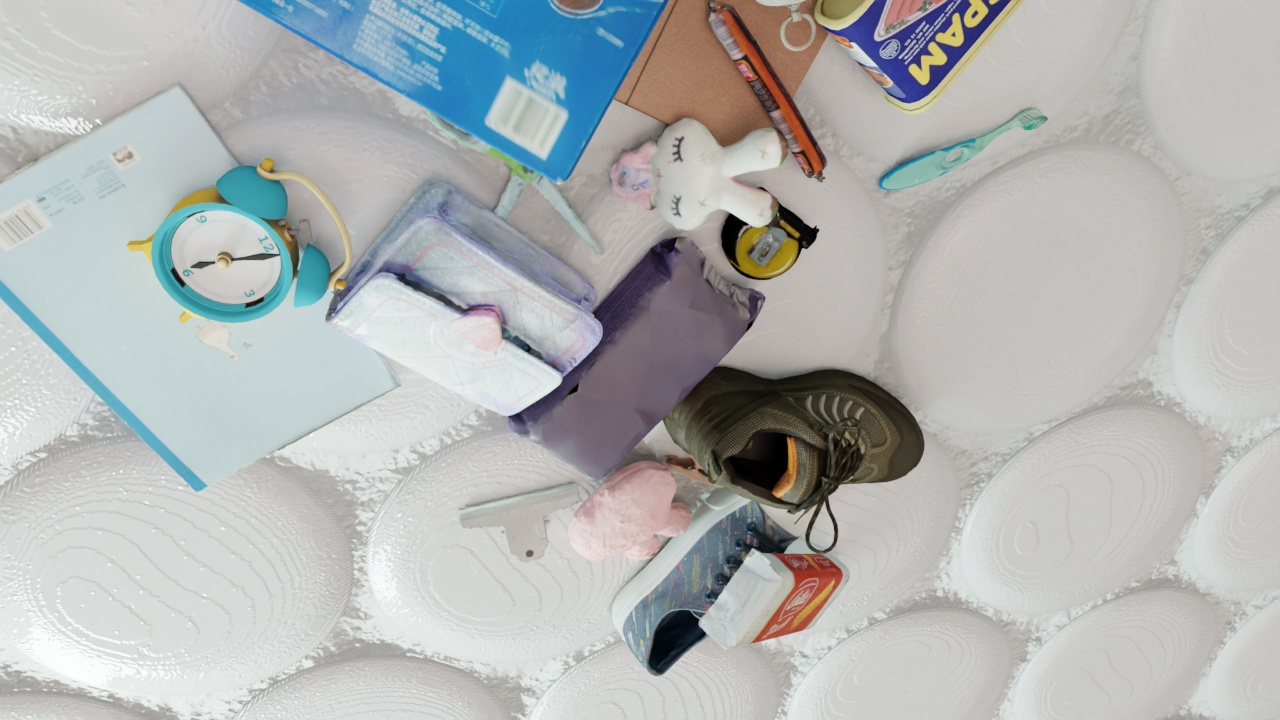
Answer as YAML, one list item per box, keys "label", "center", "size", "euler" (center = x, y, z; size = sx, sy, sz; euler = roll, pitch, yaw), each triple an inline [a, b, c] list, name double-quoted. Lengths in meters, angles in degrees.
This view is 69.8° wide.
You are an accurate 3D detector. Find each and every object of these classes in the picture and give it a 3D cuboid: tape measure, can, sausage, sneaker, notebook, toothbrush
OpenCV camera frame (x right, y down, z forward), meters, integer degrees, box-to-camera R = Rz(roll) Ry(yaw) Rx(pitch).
- label: "tape measure"
  center: [0.092, -0.090, 0.685]
  size: [0.061, 0.034, 0.061]
  euler: [30, 111, -27]
- label: "can"
  center: [0.183, -0.238, 0.601]
  size: [0.092, 0.056, 0.116]
  euler: [30, 107, -34]
- label: "sausage"
  center: [0.090, -0.181, 0.627]
  size: [0.020, 0.020, 0.155]
  euler: [-37, 122, 8]
- label: "sneaker"
  center: [0.145, 0.074, 0.732]
  size: [0.237, 0.142, 0.101]
  euler: [7, 117, -19]
- label: "notebook"
  center: [-0.310, -0.034, 0.628]
  size: [0.181, 0.009, 0.253]
  euler: [-27, 123, 1]
- label: "toothbrush"
  center: [0.244, -0.159, 0.694]
  size: [0.135, 0.017, 0.022]
  euler: [-24, 126, 0]
- label: "sneaker"
  center: [0.070, 0.189, 0.818]
  size: [0.236, 0.079, 0.087]
  euler: [-43, 121, 12]
- label: "notebook"
  center: [0.023, -0.231, 0.598]
  size: [0.209, 0.008, 0.142]
  euler: [19, 113, -24]

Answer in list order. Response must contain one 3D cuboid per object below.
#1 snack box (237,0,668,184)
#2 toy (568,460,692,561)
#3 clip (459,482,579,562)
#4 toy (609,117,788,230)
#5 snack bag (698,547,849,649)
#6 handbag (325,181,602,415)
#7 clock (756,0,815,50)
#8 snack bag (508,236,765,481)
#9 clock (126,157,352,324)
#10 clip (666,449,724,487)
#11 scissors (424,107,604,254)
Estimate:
- label: "snack box"
  center: [-0.098, -0.241, 0.499]
  size: [0.239, 0.056, 0.196]
  euler: [29, 110, -10]
- label: "toy"
  center: [-0.004, 0.135, 0.786]
  size: [0.108, 0.053, 0.105]
  euler: [-42, 133, 8]
- label: "clip"
  center: [-0.097, 0.142, 0.772]
  size: [0.101, 0.045, 0.056]
  euler: [-12, 109, -7]
- label: "toy"
  center: [0.039, -0.126, 0.635]
  size: [0.123, 0.037, 0.079]
  euler: [2, 123, 8]
- label: "snack bag"
  center: [0.124, 0.203, 0.793]
  size: [0.077, 0.041, 0.225]
  euler: [-55, 154, 6]
- label: "handbag"
  center: [-0.120, -0.031, 0.643]
  size: [0.158, 0.069, 0.127]
  euler: [33, 116, -31]
- label: "clock"
  center: [0.086, -0.267, 0.551]
  size: [0.103, 0.061, 0.157]
  euler: [-19, 114, -9]
- label: "snack bag"
  center: [-0.004, 0.004, 0.701]
  size: [0.096, 0.058, 0.206]
  euler: [36, 107, -28]
- label: "clock"
  center: [-0.253, -0.072, 0.591]
  size: [0.130, 0.043, 0.099]
  euler: [-20, 123, 4]
- label: "clip"
  center: [0.048, 0.092, 0.788]
  size: [0.052, 0.026, 0.059]
  euler: [-21, 122, 0]
- label: "scissors"
  center: [-0.081, -0.134, 0.625]
  size: [0.172, 0.023, 0.172]
  euler: [22, 115, -27]
